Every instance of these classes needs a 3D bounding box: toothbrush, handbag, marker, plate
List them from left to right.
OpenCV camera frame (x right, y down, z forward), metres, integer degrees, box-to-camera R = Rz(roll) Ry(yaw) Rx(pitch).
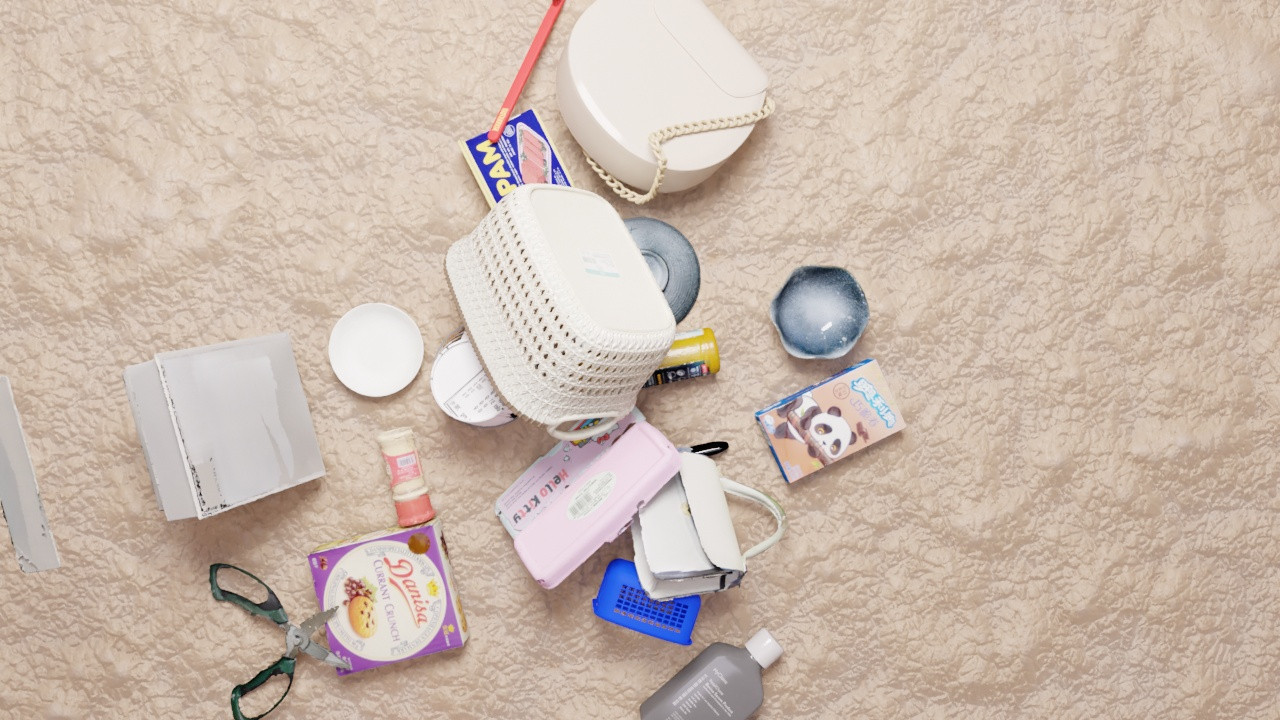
[{"bbox_3d":[-0.294,-0.012,1.030,0.104,0.026,0.104,0,92,-2],"label":"plate"},{"bbox_3d":[-0.121,-0.330,0.999,0.012,0.018,0.212,19,75,10],"label":"toothbrush"},{"bbox_3d":[0.023,-0.293,0.974,0.210,0.103,0.208,47,68,-4],"label":"handbag"},{"bbox_3d":[0.035,0.114,1.052,0.138,0.022,0.016,-14,97,-3],"label":"marker"},{"bbox_3d":[0.079,0.172,0.999,0.176,0.074,0.151,-2,53,-13],"label":"handbag"}]

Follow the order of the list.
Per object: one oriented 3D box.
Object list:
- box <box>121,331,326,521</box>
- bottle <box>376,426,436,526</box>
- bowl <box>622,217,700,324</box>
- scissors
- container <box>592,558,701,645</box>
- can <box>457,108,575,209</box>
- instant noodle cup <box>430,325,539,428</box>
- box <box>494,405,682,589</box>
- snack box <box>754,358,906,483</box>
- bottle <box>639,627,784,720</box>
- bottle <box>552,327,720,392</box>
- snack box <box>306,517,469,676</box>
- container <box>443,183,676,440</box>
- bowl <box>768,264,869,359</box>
[{"bbox_3d":[-0.515,0.079,1.065,0.173,0.423,0.167,-15,93,-38],"label":"box"},{"bbox_3d":[-0.264,0.129,1.030,0.044,0.044,0.109,-14,93,-2],"label":"bottle"},{"bbox_3d":[0.002,-0.095,1.024,0.137,0.057,0.137,0,93,-2],"label":"bowl"},{"bbox_3d":[-0.419,0.329,1.030,0.202,0.015,0.203,25,100,13],"label":"scissors"},{"bbox_3d":[0.009,0.265,1.023,0.114,0.096,0.058,19,86,-3],"label":"container"},{"bbox_3d":[-0.133,-0.208,1.014,0.092,0.056,0.116,-27,93,-2],"label":"can"},{"bbox_3d":[-0.173,0.018,0.989,0.123,0.122,0.123,0,92,-3],"label":"instant noodle cup"},{"bbox_3d":[-0.064,0.133,0.996,0.201,0.038,0.152,-44,49,-2],"label":"box"},{"bbox_3d":[0.217,0.068,1.052,0.151,0.034,0.087,-25,93,-1],"label":"snack box"},{"bbox_3d":[0.090,0.378,1.054,0.174,0.046,0.084,-42,94,0],"label":"bottle"},{"bbox_3d":[-0.006,0.006,1.030,0.186,0.053,0.053,-11,93,-2],"label":"bottle"},{"bbox_3d":[-0.283,0.265,1.035,0.148,0.040,0.143,-14,93,-2],"label":"snack box"},{"bbox_3d":[-0.078,-0.059,0.926,0.143,0.184,0.246,-46,62,37],"label":"container"},{"bbox_3d":[0.197,-0.055,1.036,0.110,0.055,0.110,0,93,-2],"label":"bowl"}]
